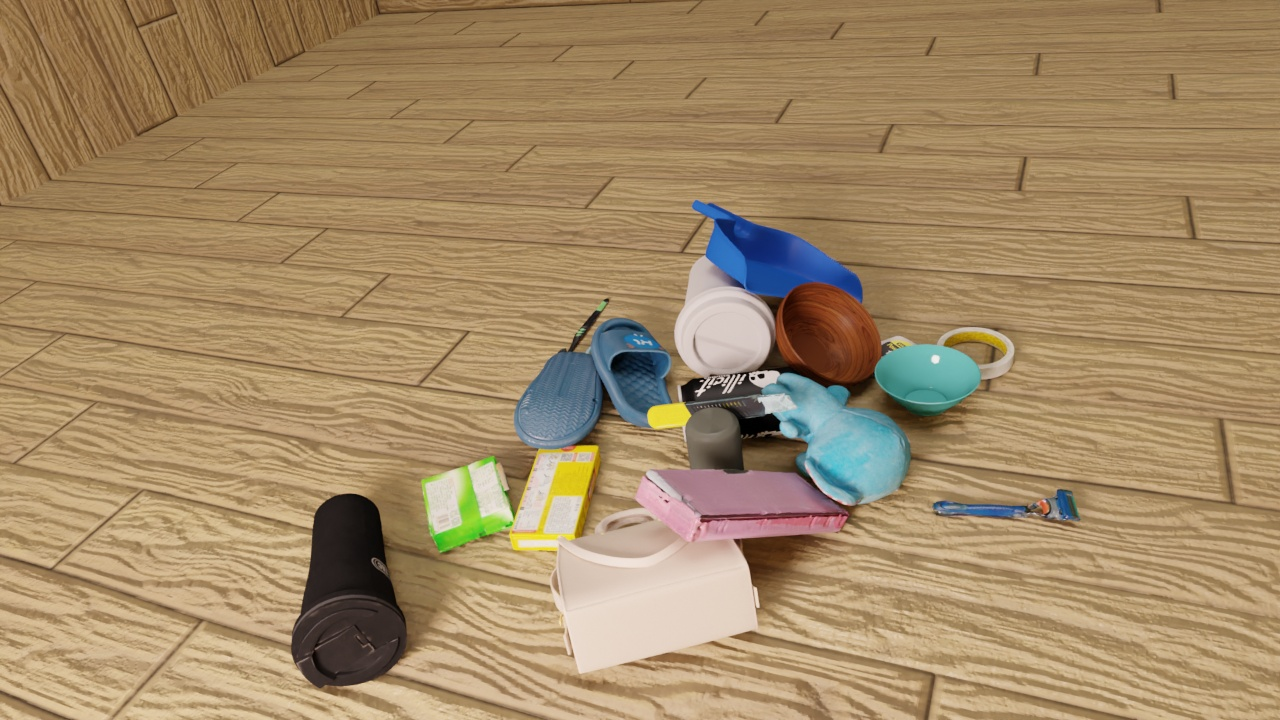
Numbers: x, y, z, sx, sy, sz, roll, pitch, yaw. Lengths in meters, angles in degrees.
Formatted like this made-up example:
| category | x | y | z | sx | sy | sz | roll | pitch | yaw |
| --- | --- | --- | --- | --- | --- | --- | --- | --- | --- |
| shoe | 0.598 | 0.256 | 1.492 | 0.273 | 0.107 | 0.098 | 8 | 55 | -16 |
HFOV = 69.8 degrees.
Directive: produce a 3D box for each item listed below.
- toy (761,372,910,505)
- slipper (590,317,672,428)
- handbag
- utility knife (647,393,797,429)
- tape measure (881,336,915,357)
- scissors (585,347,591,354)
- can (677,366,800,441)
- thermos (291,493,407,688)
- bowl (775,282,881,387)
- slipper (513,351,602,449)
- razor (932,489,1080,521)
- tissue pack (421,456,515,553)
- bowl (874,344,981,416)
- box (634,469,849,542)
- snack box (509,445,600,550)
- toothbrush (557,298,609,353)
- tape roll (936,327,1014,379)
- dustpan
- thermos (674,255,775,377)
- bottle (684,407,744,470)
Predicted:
| category | x | y | z | sx | sy | sz | roll | pitch | yaw |
| --- | --- | --- | --- | --- | --- | --- | --- | --- | --- |
| toy | 0.208 | 0.090 | 1.016 | 0.181 | 0.115 | 0.182 | 36 | 39 | 22 |
| slipper | -0.007 | 0.007 | 1.204 | 0.103 | 0.059 | 0.213 | 10 | 36 | -20 |
| handbag | 0.005 | 0.203 | 0.926 | 0.194 | 0.101 | 0.197 | -13 | 22 | -5 |
| utility knife | 0.089 | 0.056 | 1.029 | 0.198 | 0.029 | 0.020 | -9 | 1 | 40 |
| tape measure | 0.333 | -0.004 | 1.198 | 0.065 | 0.017 | 0.064 | -22 | 36 | -18 |
| scissors | -0.070 | 0.010 | 1.279 | 0.125 | 0.016 | 0.125 | -7 | 35 | 6 |
| can | 0.122 | 0.055 | 1.108 | 0.146 | 0.080 | 0.080 | -7 | 34 | 3 |
| thermos | -0.303 | 0.227 | 0.953 | 0.105 | 0.106 | 0.218 | -16 | 30 | -10 |
| bowl | 0.230 | -0.021 | 1.186 | 0.147 | 0.069 | 0.147 | 11 | 59 | -19 |
| slipper | -0.096 | 0.054 | 1.185 | 0.104 | 0.059 | 0.213 | 7 | 31 | 7 |
| razor | 0.378 | 0.155 | 0.957 | 0.141 | 0.018 | 0.043 | -3 | 35 | 15 |
| tissue pack | -0.200 | 0.164 | 1.070 | 0.099 | 0.034 | 0.114 | -19 | 36 | -9 |
| bowl | 0.347 | 0.033 | 1.114 | 0.121 | 0.046 | 0.121 | -7 | 34 | 4 |
| box | 0.108 | 0.142 | 0.921 | 0.232 | 0.041 | 0.098 | 7 | 16 | -41 |
| snack box | -0.096 | 0.156 | 1.064 | 0.075 | 0.025 | 0.152 | -2 | 35 | 11 |
| toothbrush | -0.085 | -0.048 | 1.365 | 0.014 | 0.017 | 0.187 | 4 | 35 | 22 |
| tape roll | 0.430 | -0.010 | 1.180 | 0.094 | 0.019 | 0.093 | -6 | 35 | 4 |
| dustpan | 0.155 | -0.161 | 1.299 | 0.245 | 0.060 | 0.258 | 3 | 23 | -41 |
| thermos | 0.111 | -0.072 | 1.267 | 0.131 | 0.132 | 0.221 | -7 | 27 | 4 |
| bottle | 0.083 | 0.108 | 1.015 | 0.060 | 0.108 | 0.060 | -6 | 35 | 4 |
